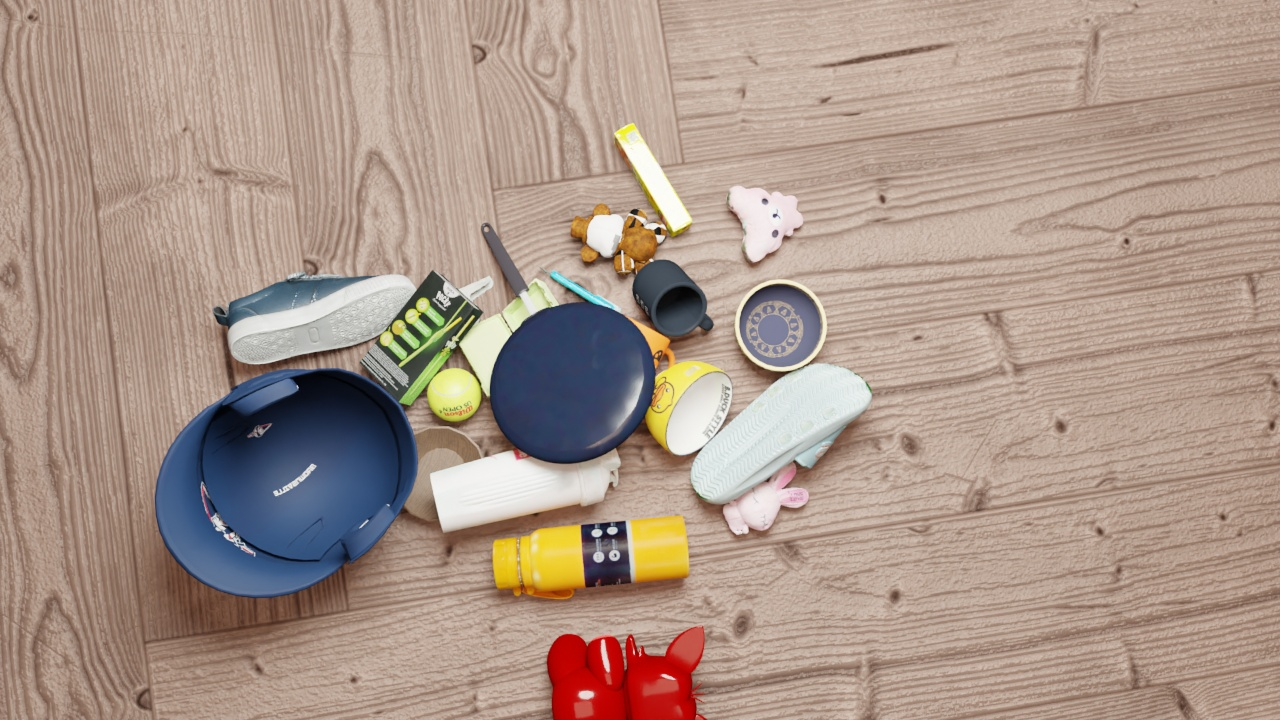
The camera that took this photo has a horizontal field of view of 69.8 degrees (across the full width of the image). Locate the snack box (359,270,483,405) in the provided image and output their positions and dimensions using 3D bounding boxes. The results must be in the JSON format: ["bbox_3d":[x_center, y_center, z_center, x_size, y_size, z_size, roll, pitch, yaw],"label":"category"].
[{"bbox_3d":[-0.270,-0.028,1.129,0.080,0.025,0.147,40,94,21],"label":"snack box"}]

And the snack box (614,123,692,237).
[{"bbox_3d":[0.015,-0.229,1.168,0.029,0.040,0.148,-31,88,-4],"label":"snack box"}]

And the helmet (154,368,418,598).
[{"bbox_3d":[-0.400,0.134,1.032,0.271,0.224,0.232,-42,104,-33],"label":"helmet"}]

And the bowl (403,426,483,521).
[{"bbox_3d":[-0.248,0.140,1.137,0.118,0.030,0.118,0,86,-3],"label":"bowl"}]

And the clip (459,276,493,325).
[{"bbox_3d":[-0.226,-0.063,1.161,0.101,0.040,0.054,-24,68,-3],"label":"clip"}]

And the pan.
[{"bbox_3d":[-0.118,-0.039,1.095,0.199,0.021,0.356,-31,64,0],"label":"pan"}]

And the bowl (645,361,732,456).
[{"bbox_3d":[0.050,0.051,1.122,0.068,0.117,0.117,33,84,36],"label":"bowl"}]

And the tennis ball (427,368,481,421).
[{"bbox_3d":[-0.229,0.042,1.128,0.065,0.065,0.065,0,86,-2],"label":"tennis ball"}]

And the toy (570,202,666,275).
[{"bbox_3d":[-0.030,-0.153,1.154,0.113,0.067,0.087,15,85,8],"label":"toy"}]

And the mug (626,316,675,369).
[{"bbox_3d":[-0.007,0.007,1.137,0.112,0.078,0.096,28,90,-34],"label":"mug"}]

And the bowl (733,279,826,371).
[{"bbox_3d":[0.170,-0.041,1.148,0.112,0.061,0.112,0,86,-2],"label":"bowl"}]

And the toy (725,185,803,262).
[{"bbox_3d":[0.162,-0.181,1.165,0.095,0.053,0.099,-17,89,-16],"label":"toy"}]

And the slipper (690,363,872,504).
[{"bbox_3d":[0.172,0.095,1.125,0.245,0.074,0.104,-37,44,5],"label":"slipper"}]

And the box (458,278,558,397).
[{"bbox_3d":[-0.129,0.005,1.113,0.140,0.047,0.187,-34,65,-5],"label":"box"}]

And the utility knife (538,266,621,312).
[{"bbox_3d":[-0.078,-0.089,1.167,0.123,0.022,0.015,31,85,4],"label":"utility knife"}]

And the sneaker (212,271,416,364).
[{"bbox_3d":[-0.396,-0.068,1.124,0.235,0.089,0.087,-17,59,-16],"label":"sneaker"}]

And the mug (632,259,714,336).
[{"bbox_3d":[0.047,-0.070,1.134,0.105,0.077,0.071,30,104,-30],"label":"mug"}]

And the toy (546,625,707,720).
[{"bbox_3d":[-0.011,0.399,1.083,0.197,0.120,0.158,-9,84,7],"label":"toy"}]

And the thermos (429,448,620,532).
[{"bbox_3d":[-0.134,0.143,1.093,0.220,0.099,0.099,-13,86,-13],"label":"thermos"}]

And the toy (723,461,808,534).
[{"bbox_3d":[0.155,0.173,1.141,0.110,0.047,0.063,-31,87,-10],"label":"toy"}]

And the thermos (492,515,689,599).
[{"bbox_3d":[-0.059,0.244,1.114,0.232,0.076,0.091,-5,89,-3],"label":"thermos"}]
